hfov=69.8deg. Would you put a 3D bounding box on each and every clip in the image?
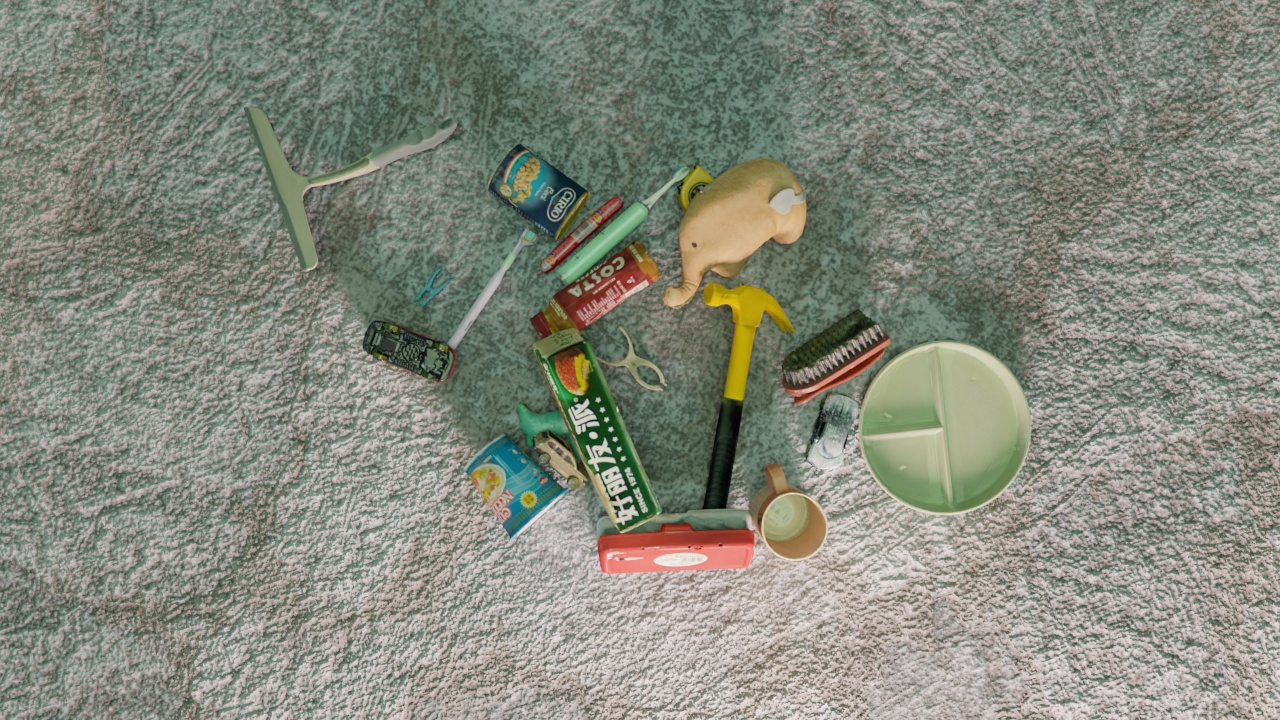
[{"bbox_3d":[-0.004,0.003,1.196,0.098,0.034,0.064,41,91,6],"label":"clip"},{"bbox_3d":[-0.271,-0.094,1.192,0.041,0.014,0.056,43,88,-2],"label":"clip"}]

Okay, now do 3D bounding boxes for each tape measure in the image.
[{"bbox_3d":[0.077,-0.216,1.192,0.060,0.029,0.057,39,90,-14],"label":"tape measure"}]

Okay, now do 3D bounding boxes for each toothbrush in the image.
[{"bbox_3d":[-0.021,-0.177,1.192,0.224,0.027,0.026,-42,125,0],"label":"toothbrush"},{"bbox_3d":[-0.194,-0.090,1.193,0.021,0.029,0.189,37,92,38],"label":"toothbrush"}]

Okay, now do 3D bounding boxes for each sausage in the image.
[{"bbox_3d":[-0.078,-0.164,1.194,0.156,0.020,0.020,-42,92,-1],"label":"sausage"}]

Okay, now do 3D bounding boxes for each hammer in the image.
[{"bbox_3d":[0.121,0.052,1.187,0.128,0.033,0.301,7,97,-23],"label":"hammer"}]

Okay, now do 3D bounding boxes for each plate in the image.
[{"bbox_3d":[0.399,0.088,1.213,0.230,0.027,0.230,0,92,-2],"label":"plate"}]

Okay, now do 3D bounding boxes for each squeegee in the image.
[{"bbox_3d":[-0.348,-0.257,1.174,0.246,0.039,0.246,-23,75,-7],"label":"squeegee"}]

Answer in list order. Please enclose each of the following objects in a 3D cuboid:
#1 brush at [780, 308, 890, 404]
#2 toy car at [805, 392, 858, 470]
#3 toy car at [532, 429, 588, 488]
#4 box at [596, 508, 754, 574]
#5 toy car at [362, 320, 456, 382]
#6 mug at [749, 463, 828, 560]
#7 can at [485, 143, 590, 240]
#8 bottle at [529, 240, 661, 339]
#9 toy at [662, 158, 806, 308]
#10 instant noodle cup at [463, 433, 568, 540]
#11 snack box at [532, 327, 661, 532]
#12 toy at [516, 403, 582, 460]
[{"bbox_3d":[0.249,0.001,1.189,0.146,0.063,0.069,-33,125,-4],"label":"brush"},{"bbox_3d":[0.252,0.095,1.206,0.049,0.031,0.105,18,92,-2],"label":"toy car"},{"bbox_3d":[-0.100,0.127,1.171,0.035,0.042,0.090,-41,110,8],"label":"toy car"},{"bbox_3d":[0.044,0.232,1.186,0.201,0.091,0.068,-3,52,-1],"label":"box"},{"bbox_3d":[-0.294,-0.013,1.177,0.120,0.045,0.053,23,92,3],"label":"toy car"},{"bbox_3d":[0.181,0.187,1.168,0.081,0.106,0.114,-17,92,-2],"label":"mug"},{"bbox_3d":[-0.130,-0.214,1.163,0.111,0.075,0.075,35,90,-2],"label":"can"},{"bbox_3d":[-0.059,-0.085,1.177,0.175,0.057,0.057,-34,92,-1],"label":"bottle"},{"bbox_3d":[0.106,-0.163,1.159,0.226,0.082,0.143,-34,121,-1],"label":"toy"},{"bbox_3d":[-0.164,0.156,1.168,0.099,0.099,0.110,-43,85,-1],"label":"instant noodle cup"},{"bbox_3d":[-0.055,0.083,1.130,0.063,0.114,0.240,-24,104,-8],"label":"snack box"},{"bbox_3d":[-0.107,0.090,1.195,0.092,0.030,0.096,-16,101,0],"label":"toy"}]
